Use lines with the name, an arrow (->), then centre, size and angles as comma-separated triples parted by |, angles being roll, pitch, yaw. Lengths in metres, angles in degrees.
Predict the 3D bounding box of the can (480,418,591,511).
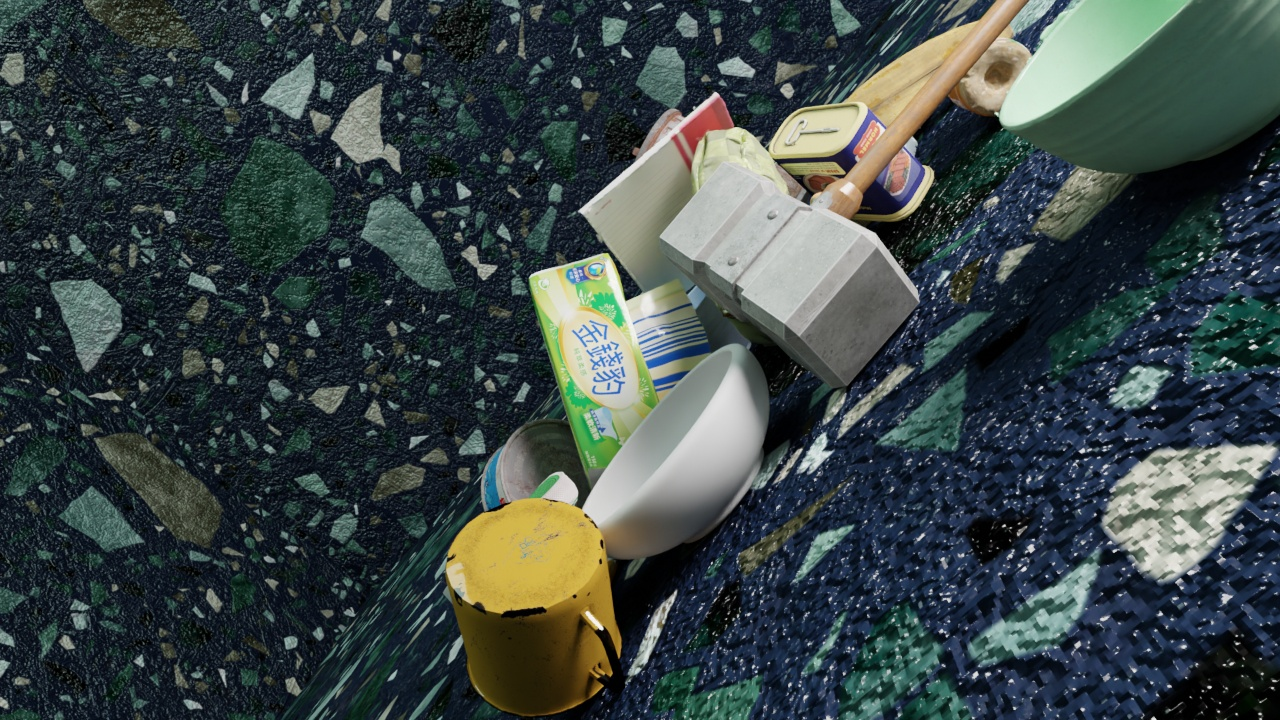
can -> -0.080, 0.121, 0.853 | 0.044, 0.130, 0.129 | -43, 9, 43

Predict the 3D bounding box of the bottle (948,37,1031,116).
bottle -> 0.288, -0.244, 0.785 | 0.059, 0.059, 0.166 | -47, 7, 20

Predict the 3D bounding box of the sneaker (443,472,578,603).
sneaker -> -0.085, 0.159, 0.707 | 0.084, 0.079, 0.236 | -42, -6, -36

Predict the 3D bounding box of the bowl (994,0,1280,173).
bowl -> 0.244, -0.139, 0.407 | 0.151, 0.077, 0.150 | -49, 7, 7

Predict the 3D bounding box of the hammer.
hammer -> 0.172, -0.151, 0.618 | 0.318, 0.083, 0.163 | -49, 41, 2

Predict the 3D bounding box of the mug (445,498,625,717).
mug -> -0.057, 0.154, 0.563 | 0.100, 0.124, 0.094 | -34, -46, -35

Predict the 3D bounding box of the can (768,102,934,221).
can -> 0.178, -0.171, 0.792 | 0.056, 0.092, 0.116 | -58, 28, -6

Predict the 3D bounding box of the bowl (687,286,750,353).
bowl -> 0.063, -0.018, 0.934 | 0.151, 0.075, 0.150 | -50, 7, 8

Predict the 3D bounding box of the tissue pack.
tissue pack -> -0.005, 0.005, 0.823 | 0.141, 0.197, 0.120 | -17, -11, -6

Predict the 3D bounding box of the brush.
brush -> 0.282, -0.283, 0.934 | 0.196, 0.059, 0.043 | -28, 2, 29

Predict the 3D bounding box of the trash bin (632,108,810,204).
trash bin -> 0.088, -0.208, 1.116 | 0.130, 0.211, 0.131 | -59, -9, -16

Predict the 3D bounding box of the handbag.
handbag -> 0.109, -0.105, 0.763 | 0.117, 0.186, 0.113 | -10, -15, 21

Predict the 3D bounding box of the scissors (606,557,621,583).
scissors -> -0.034, 0.176, 0.740 | 0.226, 0.016, 0.216 | -46, 8, 27

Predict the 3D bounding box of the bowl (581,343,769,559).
bowl -> 0.034, 0.074, 0.640 | 0.177, 0.066, 0.176 | -49, 7, 7

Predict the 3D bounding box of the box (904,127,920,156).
box -> 0.222, -0.178, 0.994 | 0.209, 0.037, 0.188 | -43, 13, 41

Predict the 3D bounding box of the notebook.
notebook -> 0.041, -0.135, 0.848 | 0.153, 0.012, 0.209 | -40, -29, 2

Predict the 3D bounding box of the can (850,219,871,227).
can -> 0.198, -0.137, 0.870 | 0.080, 0.038, 0.038 | -48, 7, 18
